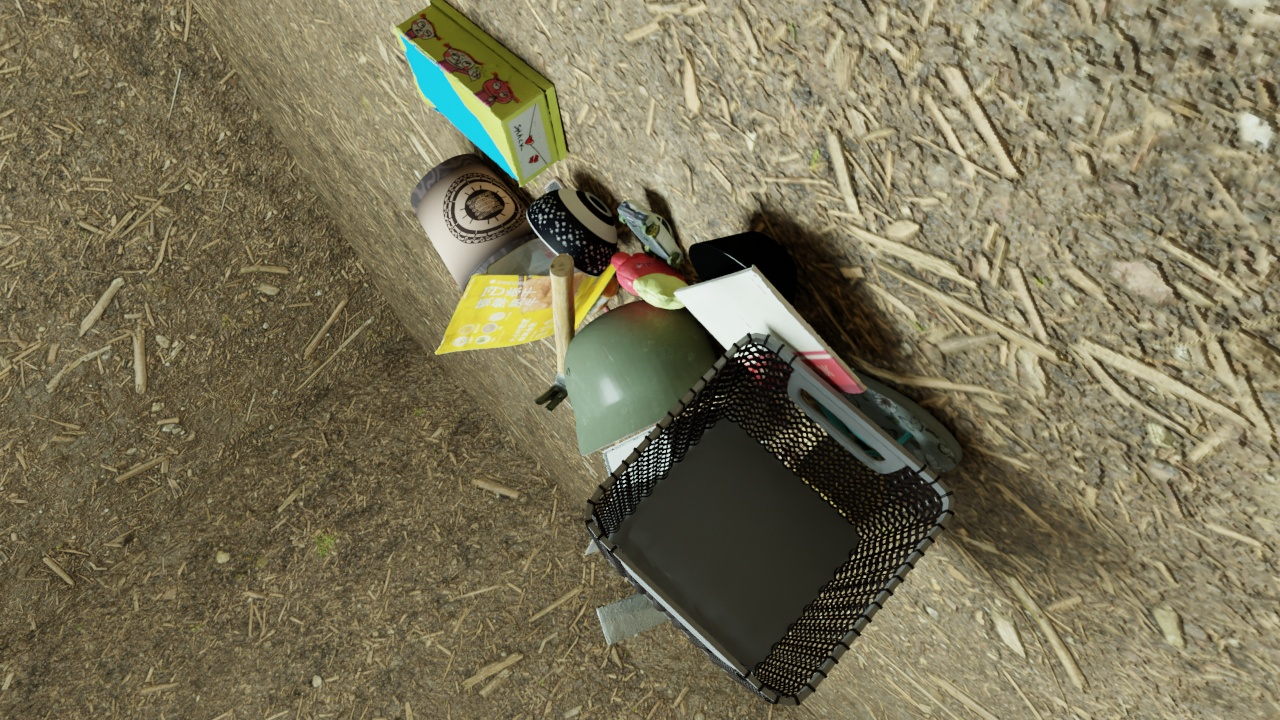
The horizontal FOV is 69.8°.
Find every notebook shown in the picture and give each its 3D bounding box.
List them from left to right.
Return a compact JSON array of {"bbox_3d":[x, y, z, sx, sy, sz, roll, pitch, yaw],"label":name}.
[{"bbox_3d":[0.118,-0.024,0.889,0.153,0.012,0.209,46,168,-10],"label":"notebook"}]

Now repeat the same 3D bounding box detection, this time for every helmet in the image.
[{"bbox_3d":[-0.007,0.007,1.168,0.154,0.226,0.268,65,155,4],"label":"helmet"}]

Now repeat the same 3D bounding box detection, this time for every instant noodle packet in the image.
[{"bbox_3d":[-0.157,-0.085,1.199,0.084,0.221,0.163,54,135,14],"label":"instant noodle packet"}]

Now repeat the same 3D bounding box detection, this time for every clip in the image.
[{"bbox_3d":[0.190,0.132,1.230,0.045,0.025,0.061,37,153,33],"label":"clip"}]

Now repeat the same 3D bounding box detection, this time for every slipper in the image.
[{"bbox_3d":[0.222,0.162,1.098,0.099,0.078,0.264,44,143,12],"label":"slipper"},{"bbox_3d":[0.202,0.045,0.934,0.269,0.054,0.098,38,164,38],"label":"slipper"}]

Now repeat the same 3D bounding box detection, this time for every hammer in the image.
[{"bbox_3d":[-0.099,-0.037,1.190,0.033,0.132,0.331,29,157,10],"label":"hammer"}]

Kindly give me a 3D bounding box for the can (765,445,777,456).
[{"bbox_3d":[0.160,0.176,1.315,0.128,0.073,0.128,44,164,16],"label":"can"}]

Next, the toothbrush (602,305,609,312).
[{"bbox_3d":[-0.039,-0.051,1.424,0.190,0.016,0.016,56,162,-23],"label":"toothbrush"}]

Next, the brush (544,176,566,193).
[{"bbox_3d":[-0.121,-0.215,1.259,0.050,0.015,0.136,53,164,-10],"label":"brush"}]

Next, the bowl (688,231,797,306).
[{"bbox_3d":[0.109,-0.084,0.866,0.124,0.052,0.124,40,169,9],"label":"bowl"}]

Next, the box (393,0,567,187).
[{"bbox_3d":[-0.190,-0.321,1.092,0.221,0.079,0.124,44,163,26],"label":"box"}]

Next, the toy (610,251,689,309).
[{"bbox_3d":[0.013,-0.097,1.080,0.091,0.045,0.135,13,-159,-31],"label":"toy"}]

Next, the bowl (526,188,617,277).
[{"bbox_3d":[-0.072,-0.167,1.122,0.120,0.066,0.120,39,-161,-16],"label":"bowl"}]

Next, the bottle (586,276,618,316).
[{"bbox_3d":[-0.072,-0.099,1.315,0.063,0.063,0.109,52,154,-13],"label":"bottle"}]

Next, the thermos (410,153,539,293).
[{"bbox_3d":[-0.226,-0.180,1.366,0.226,0.172,0.173,53,166,11],"label":"thermos"}]

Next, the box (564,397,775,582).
[{"bbox_3d":[0.016,0.172,1.261,0.108,0.165,0.420,65,147,20],"label":"box"}]

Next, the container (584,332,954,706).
[{"bbox_3d":[0.108,0.166,0.911,0.247,0.245,0.244,41,165,10],"label":"container"}]

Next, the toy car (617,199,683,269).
[{"bbox_3d":[0.015,-0.143,1.029,0.048,0.033,0.105,33,172,40],"label":"toy car"}]
